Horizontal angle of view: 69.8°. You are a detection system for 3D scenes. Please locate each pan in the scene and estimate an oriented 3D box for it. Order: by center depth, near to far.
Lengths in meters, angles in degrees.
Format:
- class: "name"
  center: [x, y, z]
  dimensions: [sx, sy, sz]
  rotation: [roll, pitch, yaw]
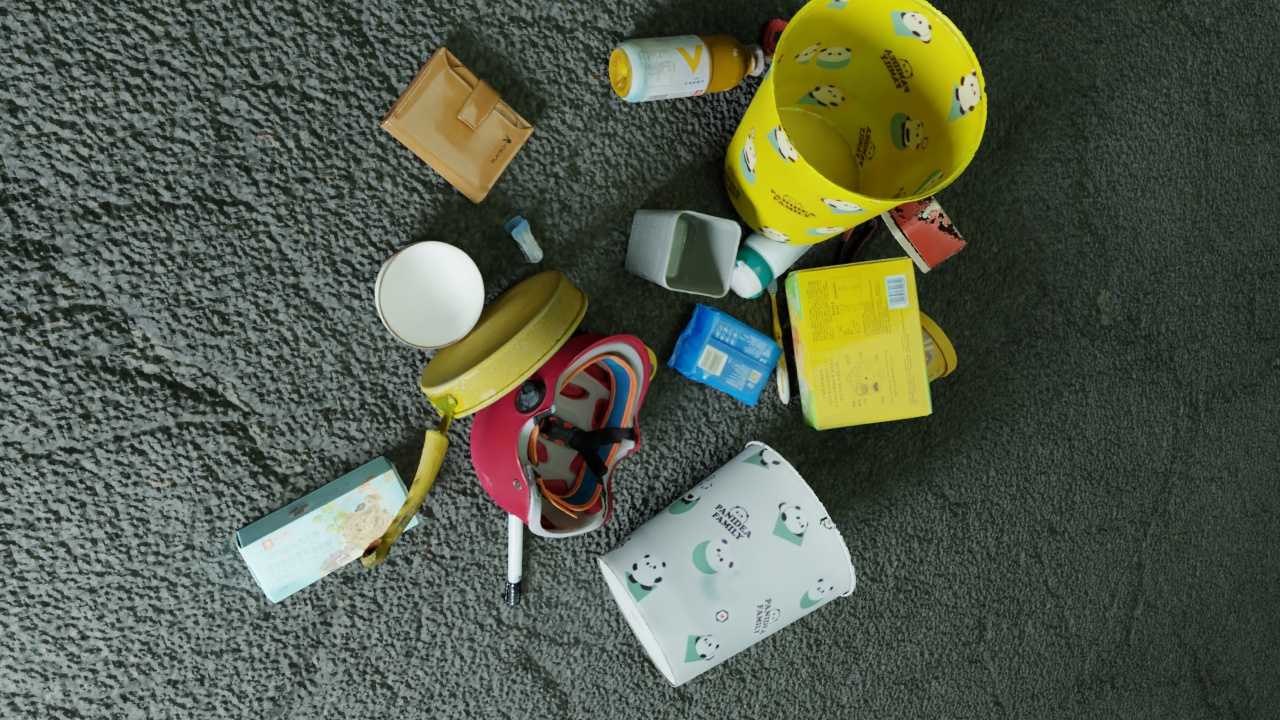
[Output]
- class: "pan"
  center: [-0.177, 0.046, 0.926]
  dimensions: [0.078, 0.198, 0.356]
  rotation: [51, 58, -21]

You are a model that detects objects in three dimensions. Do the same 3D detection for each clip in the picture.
- class: "clip"
  center: [-0.130, -0.134, 1.041]
  dimensions: [0.027, 0.045, 0.058]
  rotation: [-40, 127, -18]

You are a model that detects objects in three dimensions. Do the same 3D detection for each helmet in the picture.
- class: "helmet"
  center: [-0.099, 0.067, 1.030]
  dimensions: [0.206, 0.144, 0.240]
  rotation: [27, 84, -59]

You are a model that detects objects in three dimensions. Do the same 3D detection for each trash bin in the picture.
- class: "trash bin"
  center: [0.217, -0.251, 1.034]
  dimensions: [0.229, 0.256, 0.229]
  rotation: [1, 82, -10]
- class: "trash bin"
  center: [0.099, 0.263, 1.158]
  dimensions: [0.251, 0.230, 0.230]
  rotation: [-30, 115, -15]

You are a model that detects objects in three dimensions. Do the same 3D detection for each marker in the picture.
- class: "marker"
  center: [-0.155, 0.238, 1.122]
  dimensions: [0.022, 0.018, 0.131]
  rotation: [-2, 104, -19]

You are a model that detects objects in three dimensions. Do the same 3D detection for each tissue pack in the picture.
- class: "tissue pack"
  center: [0.111, -0.007, 1.187]
  dimensions: [0.157, 0.052, 0.095]
  rotation: [25, 92, -31]

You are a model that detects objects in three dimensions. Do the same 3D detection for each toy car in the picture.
- class: "toy car"
  center: [0.198, -0.392, 1.152]
  dimensions: [0.106, 0.031, 0.049]
  rotation: [11, 98, -33]

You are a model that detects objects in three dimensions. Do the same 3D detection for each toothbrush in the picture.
- class: "toothbrush"
  center: [0.188, -0.028, 1.243]
  dimensions: [0.016, 0.018, 0.191]
  rotation: [-9, 109, 1]

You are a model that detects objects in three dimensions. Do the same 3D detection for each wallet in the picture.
- class: "wallet"
  center: [-0.192, -0.248, 0.972]
  dimensions: [0.132, 0.031, 0.107]
  rotation: [39, 84, -32]

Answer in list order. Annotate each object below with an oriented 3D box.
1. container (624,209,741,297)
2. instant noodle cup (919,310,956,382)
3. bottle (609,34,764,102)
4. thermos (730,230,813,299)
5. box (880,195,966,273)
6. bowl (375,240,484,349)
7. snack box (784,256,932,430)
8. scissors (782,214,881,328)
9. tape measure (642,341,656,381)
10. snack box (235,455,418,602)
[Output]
- class: "container"
  center: [0.045, -0.131, 1.082]
  dimensions: [0.090, 0.114, 0.090]
  rotation: [7, 99, -30]
- class: "instant noodle cup"
  center: [0.361, 0.001, 1.297]
  dimensions: [0.114, 0.118, 0.118]
  rotation: [-38, 118, -7]
- class: "bottle"
  center: [0.058, -0.342, 1.063]
  dimensions: [0.189, 0.068, 0.068]
  rotation: [-14, 109, -26]
- class: "thermos"
  center: [0.200, -0.169, 1.188]
  dimensions: [0.224, 0.073, 0.073]
  rotation: [-43, 119, -13]
- class: "box"
  center: [0.359, -0.202, 1.199]
  dimensions: [0.080, 0.168, 0.091]
  rotation: [-37, 123, 20]
- class: "bowl"
  center: [-0.230, -0.073, 0.975]
  dimensions: [0.113, 0.062, 0.113]
  rotation: [-8, 107, -29]
- class: "snack box"
  center: [0.284, -0.022, 1.207]
  dimensions: [0.157, 0.070, 0.210]
  rotation: [-8, 90, -1]
- class: "scissors"
  center: [0.286, -0.109, 1.279]
  dimensions: [0.226, 0.015, 0.189]
  rotation: [-11, 108, -27]
- class: "tape measure"
  center: [-0.007, 0.007, 1.139]
  dimensions: [0.057, 0.029, 0.060]
  rotation: [0, 103, -30]
- class: "snack box"
  center: [-0.334, 0.179, 0.987]
  dimensions: [0.174, 0.052, 0.074]
  rotation: [-29, 115, -21]
